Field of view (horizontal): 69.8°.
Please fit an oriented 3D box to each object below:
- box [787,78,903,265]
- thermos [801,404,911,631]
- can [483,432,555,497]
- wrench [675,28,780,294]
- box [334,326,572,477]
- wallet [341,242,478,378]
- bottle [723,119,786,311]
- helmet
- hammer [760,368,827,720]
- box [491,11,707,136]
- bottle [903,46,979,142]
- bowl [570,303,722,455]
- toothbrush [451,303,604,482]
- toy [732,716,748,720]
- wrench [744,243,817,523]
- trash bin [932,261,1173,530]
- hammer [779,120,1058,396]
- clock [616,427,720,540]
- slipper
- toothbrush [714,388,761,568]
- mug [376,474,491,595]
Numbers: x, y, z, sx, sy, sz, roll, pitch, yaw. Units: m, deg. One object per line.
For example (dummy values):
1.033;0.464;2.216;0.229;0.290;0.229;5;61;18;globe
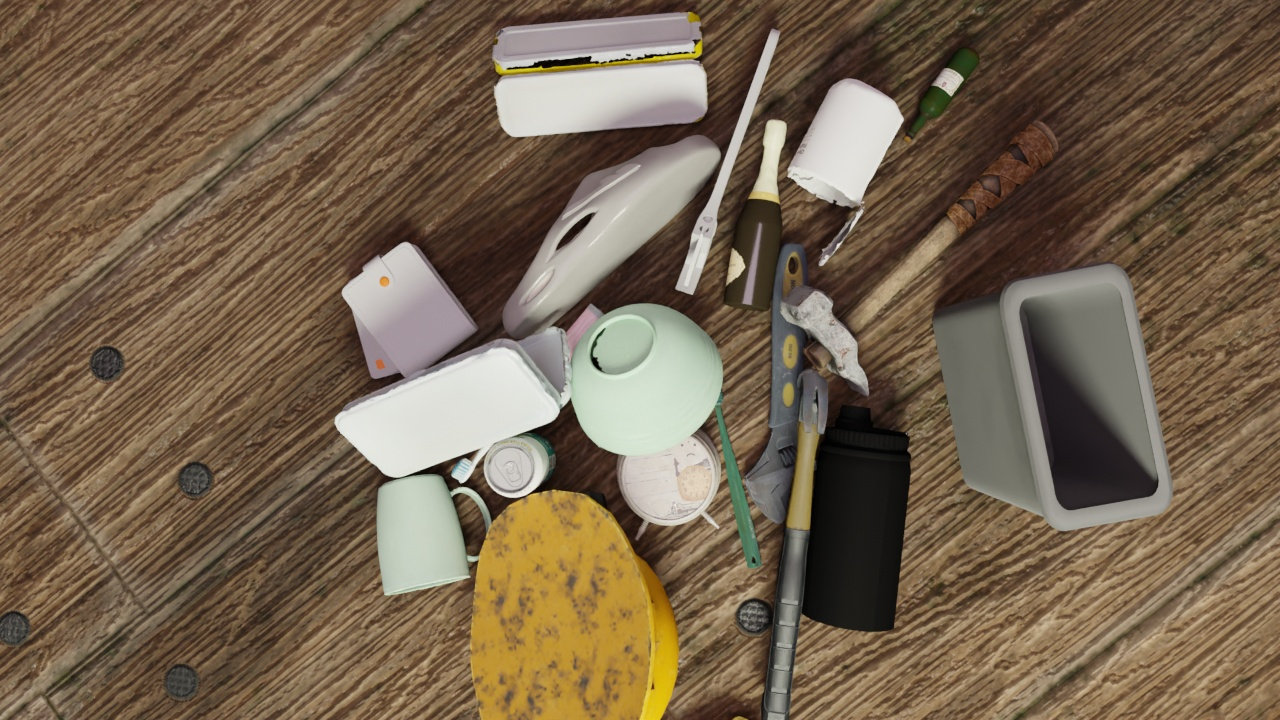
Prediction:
0.186;-0.176;0.871;0.092;0.083;0.166;30;93;-5;box
0.205;0.143;0.861;0.086;0.086;0.198;6;90;4;thermos
-0.114;0.099;0.874;0.055;0.101;0.055;0;89;4;can
0.087;-0.193;0.890;0.018;0.087;0.273;19;80;4;wrench
-0.166;0.022;0.862;0.215;0.126;0.106;-19;121;23;box
-0.243;-0.043;0.918;0.115;0.037;0.118;-37;91;2;wallet
0.117;-0.142;0.891;0.045;0.045;0.184;10;90;4;bottle
-0.044;0.254;0.850;0.206;0.131;0.255;-22;66;29;helmet
0.141;0.177;0.842;0.025;0.117;0.333;6;96;6;hammer
-0.040;-0.285;0.903;0.210;0.057;0.117;-4;91;3;box
0.290;-0.256;0.892;0.025;0.025;0.106;36;91;3;bottle
-0.005;0.005;0.848;0.151;0.077;0.150;-12;55;17;bowl
-0.111;0.035;0.912;0.026;0.027;0.222;40;91;-24;toothbrush
0.039;0.422;0.871;0.214;0.084;0.149;-6;89;1;toy
0.142;0.022;0.898;0.073;0.022;0.273;2;89;-4;wrench
0.338;0.029;0.787;0.097;0.220;0.192;-11;88;3;trash bin
0.277;-0.108;0.876;0.318;0.049;0.121;-43;109;-3;hammer
0.023;0.089;0.886;0.103;0.061;0.157;-9;90;3;clock
-0.045;-0.134;0.880;0.266;0.113;0.080;-44;76;7;slipper
0.091;0.111;0.903;0.016;0.017;0.189;-13;88;2;toothbrush
-0.201;0.166;0.896;0.111;0.084;0.104;-6;75;-24;mug
